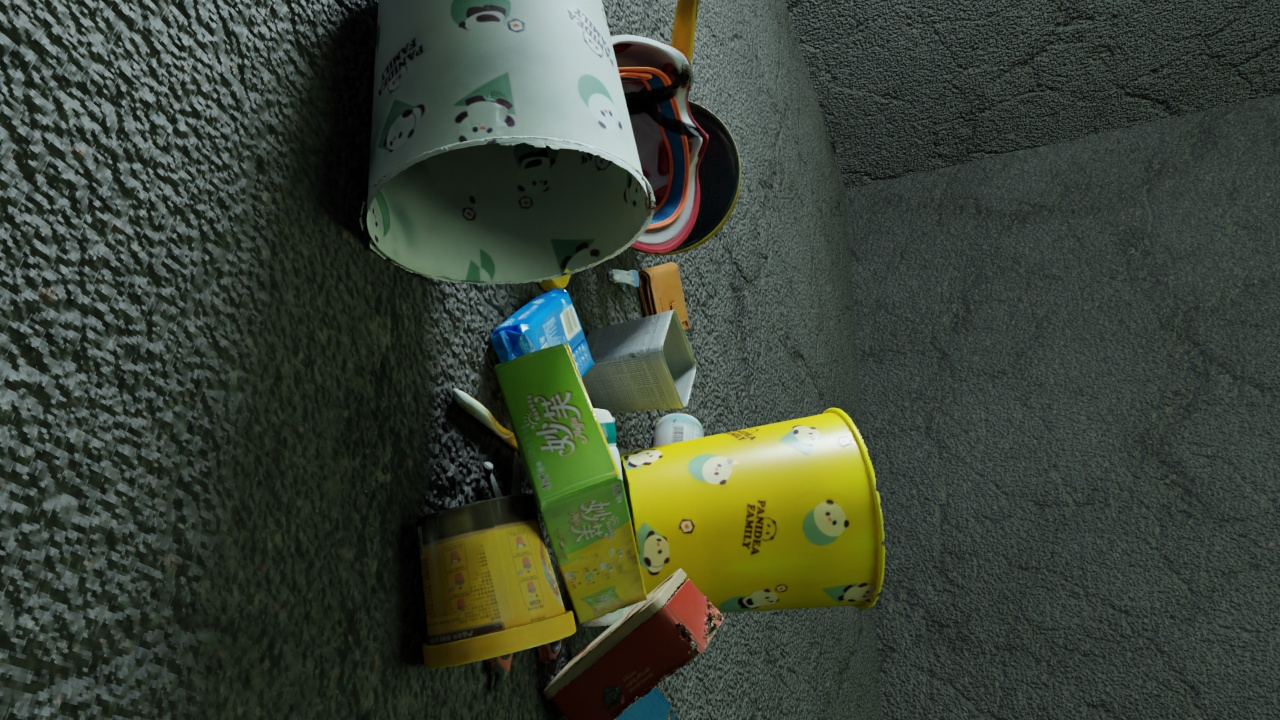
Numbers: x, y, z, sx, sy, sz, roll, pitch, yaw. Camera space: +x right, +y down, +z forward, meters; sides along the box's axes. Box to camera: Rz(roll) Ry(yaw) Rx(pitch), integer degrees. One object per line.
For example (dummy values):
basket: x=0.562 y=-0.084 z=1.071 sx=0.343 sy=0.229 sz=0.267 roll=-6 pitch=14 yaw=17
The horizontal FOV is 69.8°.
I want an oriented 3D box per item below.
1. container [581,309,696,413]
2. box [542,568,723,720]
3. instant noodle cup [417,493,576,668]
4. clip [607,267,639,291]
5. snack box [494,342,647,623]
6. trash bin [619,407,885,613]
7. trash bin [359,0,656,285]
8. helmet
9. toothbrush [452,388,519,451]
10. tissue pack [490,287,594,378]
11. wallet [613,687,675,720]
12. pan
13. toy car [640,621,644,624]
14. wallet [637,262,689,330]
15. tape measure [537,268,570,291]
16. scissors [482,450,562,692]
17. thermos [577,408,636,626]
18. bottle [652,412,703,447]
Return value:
container: x=-0.006 y=0.006 z=1.075 sx=0.090 sy=0.114 sz=0.090 roll=-71 pitch=145 yaw=-51
box: x=-0.001 y=0.286 z=0.877 sx=0.080 sy=0.169 sz=0.091 roll=49 pitch=21 yaw=7
instant noodle cup: x=-0.120 y=0.171 z=0.724 sx=0.118 sy=0.119 sz=0.114 roll=13 pitch=62 yaw=-67
clip: x=-0.025 y=-0.110 z=1.210 sx=0.058 sy=0.045 sz=0.027 roll=12 pitch=72 yaw=-58
snack box: x=-0.059 y=0.112 z=0.809 sx=0.210 sy=0.070 sz=0.157 roll=81 pitch=-12 yaw=-50
trash bin: x=0.113 y=0.181 z=1.036 sx=0.230 sy=0.255 sz=0.229 roll=172 pitch=-89 yaw=-84
trash bin: x=-0.116 y=-0.223 z=0.760 sx=0.229 sy=0.230 sz=0.251 roll=34 pitch=46 yaw=-62
helmet: x=-0.035 y=-0.242 z=1.054 sx=0.206 sy=0.144 sz=0.240 roll=-30 pitch=116 yaw=-38
toothbrush: x=-0.124 y=0.070 z=0.878 sx=0.191 sy=0.018 sz=0.016 roll=51 pitch=9 yaw=-52
tissue pack: x=-0.100 y=-0.010 z=0.928 sx=0.156 sy=0.052 sz=0.095 roll=-53 pitch=128 yaw=-62
wallet: x=-0.007 y=0.402 z=1.015 sx=0.133 sy=0.040 sz=0.106 roll=61 pitch=37 yaw=-41
pan: x=0.040 y=-0.308 z=1.140 sx=0.078 sy=0.198 sz=0.357 roll=14 pitch=86 yaw=-75
toy car: x=0.017 y=0.312 z=1.128 sx=0.106 sy=0.031 sz=0.049 roll=-66 pitch=140 yaw=-52
wallet: x=0.035 y=-0.086 z=1.341 sx=0.131 sy=0.031 sz=0.108 roll=-26 pitch=104 yaw=-67
tape measure: x=-0.096 y=-0.106 z=1.012 sx=0.057 sy=0.029 sz=0.060 roll=-76 pitch=148 yaw=-45
scissors: x=-0.114 y=0.201 z=0.856 sx=0.189 sy=0.015 sz=0.226 roll=57 pitch=32 yaw=-46
thermos: x=-0.048 y=0.162 z=0.972 sx=0.073 sy=0.073 sz=0.224 roll=9 pitch=73 yaw=-68
bottle: x=0.046 y=0.162 z=1.209 sx=0.068 sy=0.068 sz=0.189 roll=55 pitch=33 yaw=-49
